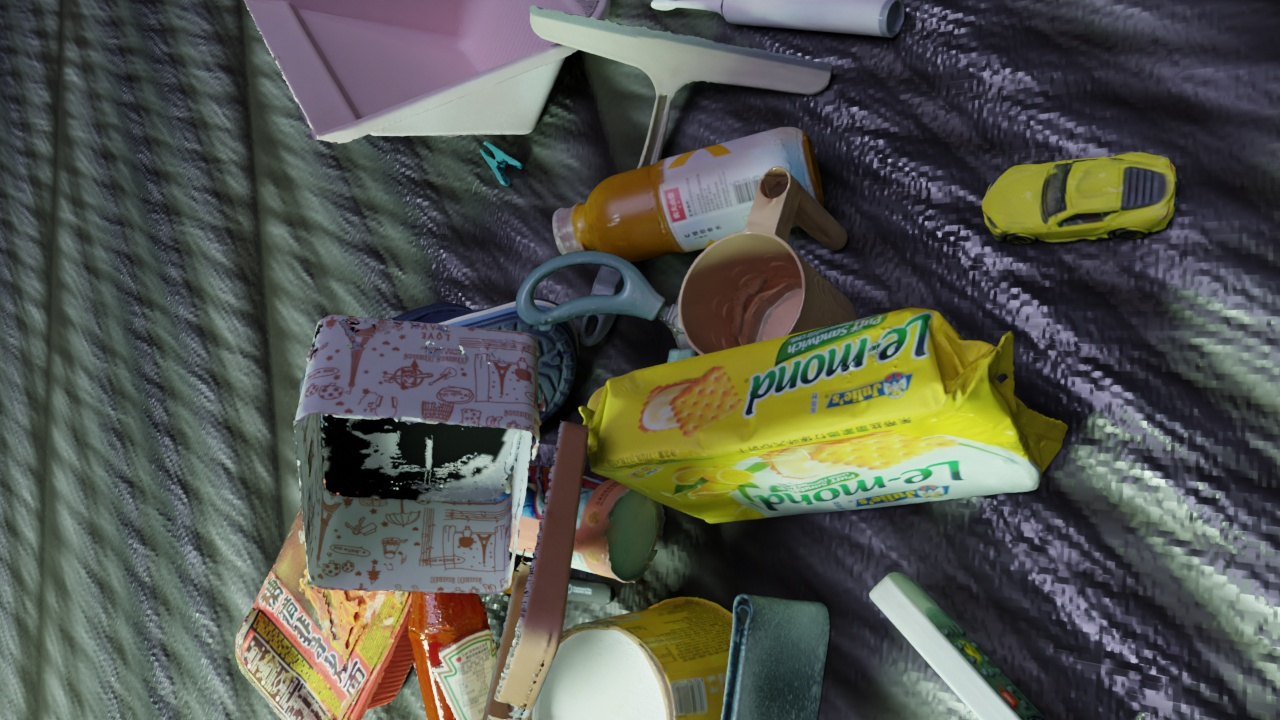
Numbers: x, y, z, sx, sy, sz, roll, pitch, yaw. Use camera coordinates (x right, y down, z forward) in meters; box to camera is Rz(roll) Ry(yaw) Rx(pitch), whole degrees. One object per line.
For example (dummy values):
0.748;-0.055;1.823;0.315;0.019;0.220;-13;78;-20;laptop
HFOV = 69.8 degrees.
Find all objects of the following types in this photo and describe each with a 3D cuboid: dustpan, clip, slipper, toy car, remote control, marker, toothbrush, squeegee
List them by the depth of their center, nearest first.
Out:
0.180;0.170;0.494;0.019;0.056;0.135;-49;55;12;remote control
0.253;-0.096;0.535;0.105;0.032;0.048;1;78;36;toy car
-0.072;0.170;0.690;0.124;0.015;0.018;-2;80;32;marker
0.093;-0.267;0.696;0.221;0.026;0.026;21;94;37;toothbrush
-0.003;-0.129;0.714;0.247;0.039;0.246;17;94;17;squeegee
-0.158;0.006;0.752;0.253;0.105;0.095;-12;34;20;slipper
-0.171;-0.299;0.778;0.222;0.272;0.139;53;132;30;dustpan
-0.128;-0.181;0.829;0.057;0.015;0.050;45;105;33;clip

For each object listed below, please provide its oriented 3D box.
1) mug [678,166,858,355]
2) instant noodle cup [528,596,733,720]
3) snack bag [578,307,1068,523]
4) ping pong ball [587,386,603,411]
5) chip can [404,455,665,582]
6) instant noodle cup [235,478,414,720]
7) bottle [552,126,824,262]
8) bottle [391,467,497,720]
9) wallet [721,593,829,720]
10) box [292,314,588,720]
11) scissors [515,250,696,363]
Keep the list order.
0.091;-0.045;0.585;0.084;0.103;0.124;14;85;36;mug
0.003;0.217;0.568;0.138;0.109;0.138;-10;72;32;instant noodle cup
0.099;0.038;0.524;0.247;0.158;0.068;-12;63;30;snack bag
-0.019;0.038;0.676;0.040;0.040;0.040;-10;71;32;ping pong ball
-0.089;0.110;0.684;0.215;0.071;0.071;5;80;35;chip can
-0.240;0.205;0.754;0.164;0.079;0.189;28;94;36;instant noodle cup
0.031;-0.110;0.647;0.190;0.068;0.068;-12;70;17;bottle
-0.143;0.179;0.665;0.060;0.059;0.206;-9;95;32;bottle
0.075;0.198;0.531;0.019;0.097;0.120;0;76;38;wallet
-0.116;0.109;0.518;0.184;0.157;0.193;106;165;-44;box
-0.004;0.004;0.643;0.170;0.019;0.178;3;95;-6;scissors
